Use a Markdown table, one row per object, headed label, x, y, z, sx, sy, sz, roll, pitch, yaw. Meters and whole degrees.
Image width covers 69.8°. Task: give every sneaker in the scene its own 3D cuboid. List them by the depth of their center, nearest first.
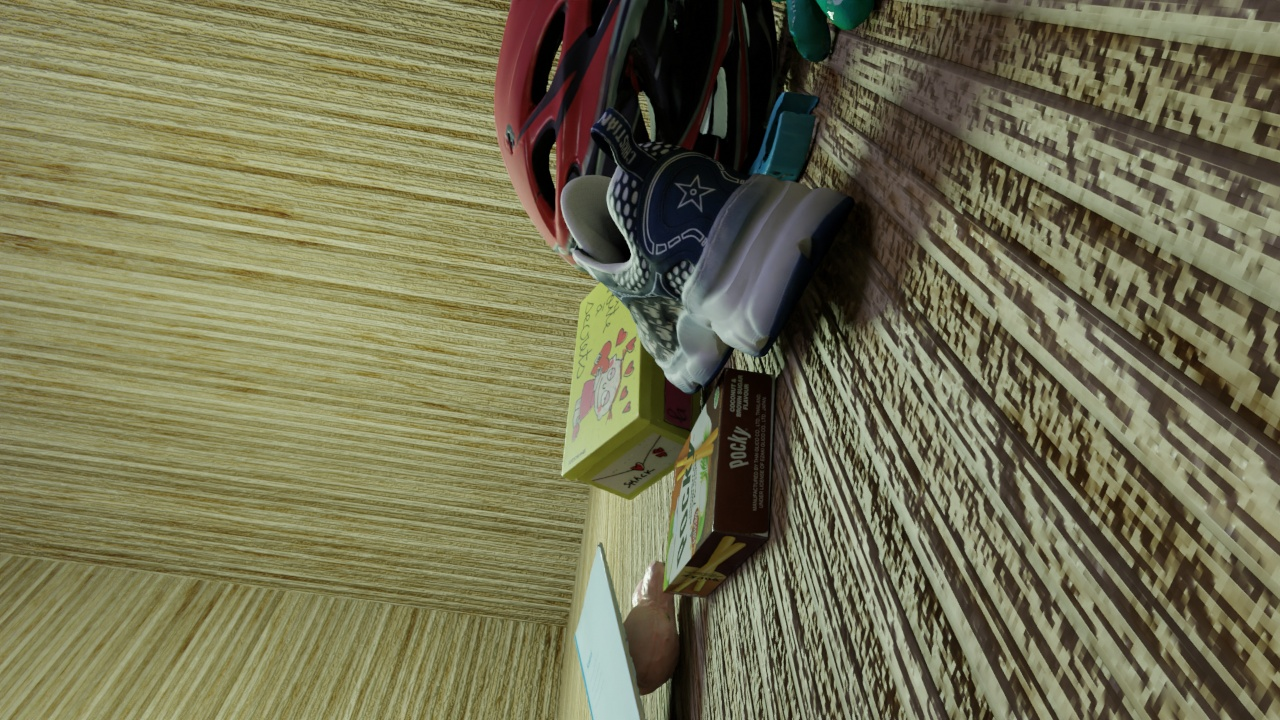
| label | x | y | z | sx | sy | sz | roll | pitch | yaw |
| --- | --- | --- | --- | --- | --- | --- | --- | --- | --- |
| sneaker | 0.014 | -0.060 | 0.527 | 0.103 | 0.132 | 0.270 | -59 | 3 | -10 |

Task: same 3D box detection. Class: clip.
| label | x | y | z | sx | sy | sz | roll | pitch | yaw |
| --- | --- | --- | --- | --- | --- | --- | --- | --- | --- |
| clip | 0.085 | -0.113 | 0.587 | 0.120 | 0.027 | 0.103 | 104 | 171 | -56 |

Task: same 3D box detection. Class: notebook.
| label | x | y | z | sx | sy | sz | roll | pitch | yaw |
| --- | --- | --- | --- | --- | --- | --- | --- | --- | --- |
| notebook | -0.017 | 0.300 | 0.732 | 0.181 | 0.009 | 0.253 | 103 | 156 | -48 |

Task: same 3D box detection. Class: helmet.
| label | x | y | z | sx | sy | sz | roll | pitch | yaw |
| --- | --- | --- | --- | --- | --- | --- | --- | --- | --- |
| helmet | 0.006 | -0.192 | 0.681 | 0.167 | 0.217 | 0.272 | 17 | 105 | 48 |

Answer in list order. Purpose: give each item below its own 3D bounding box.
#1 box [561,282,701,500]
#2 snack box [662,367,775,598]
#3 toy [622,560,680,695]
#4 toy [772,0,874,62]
| label | x | y | z | sx | sy | sz | roll | pitch | yaw |
| --- | --- | --- | --- | --- | --- | --- | --- | --- | --- |
| box | -0.005 | 0.005 | 0.865 | 0.125 | 0.080 | 0.220 | -39 | 38 | 41 |
| snack box | 0.049 | 0.090 | 0.613 | 0.186 | 0.031 | 0.100 | 107 | 171 | -65 |
| toy | 0.008 | 0.225 | 0.771 | 0.109 | 0.053 | 0.104 | 104 | 177 | -52 |
| toy | 0.090 | -0.240 | 0.514 | 0.193 | 0.072 | 0.131 | -106 | 23 | -58 |
